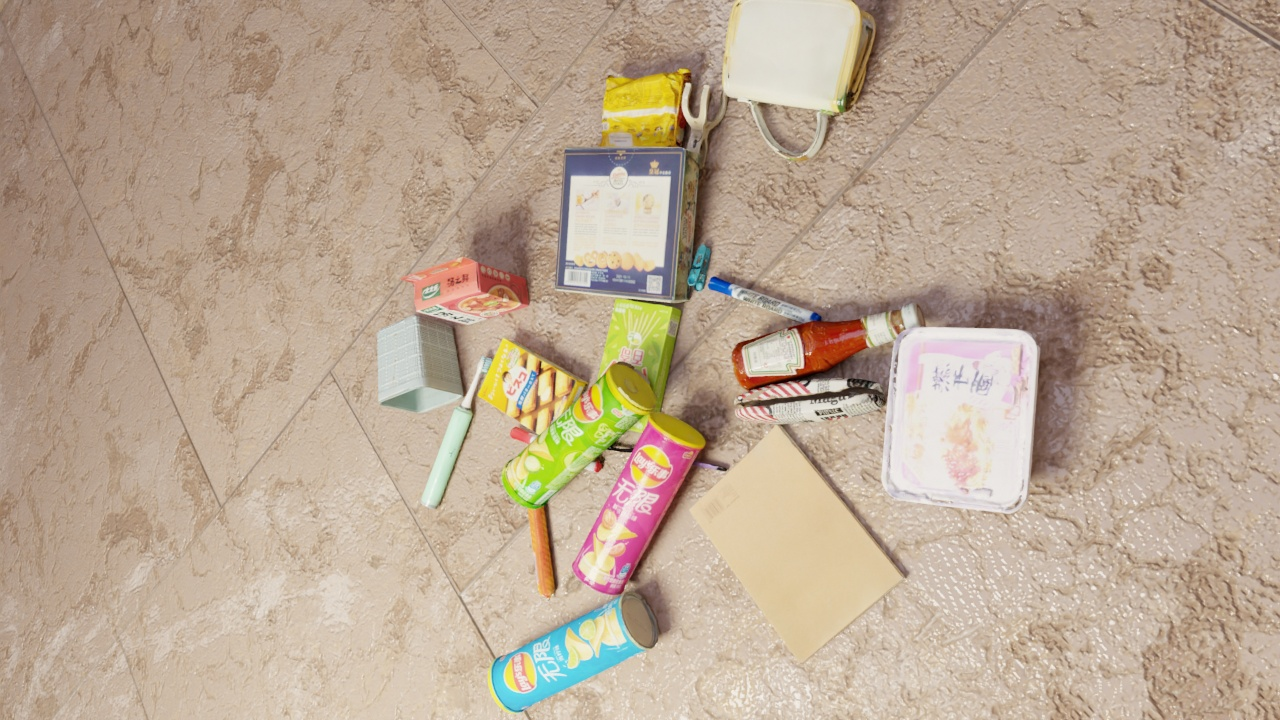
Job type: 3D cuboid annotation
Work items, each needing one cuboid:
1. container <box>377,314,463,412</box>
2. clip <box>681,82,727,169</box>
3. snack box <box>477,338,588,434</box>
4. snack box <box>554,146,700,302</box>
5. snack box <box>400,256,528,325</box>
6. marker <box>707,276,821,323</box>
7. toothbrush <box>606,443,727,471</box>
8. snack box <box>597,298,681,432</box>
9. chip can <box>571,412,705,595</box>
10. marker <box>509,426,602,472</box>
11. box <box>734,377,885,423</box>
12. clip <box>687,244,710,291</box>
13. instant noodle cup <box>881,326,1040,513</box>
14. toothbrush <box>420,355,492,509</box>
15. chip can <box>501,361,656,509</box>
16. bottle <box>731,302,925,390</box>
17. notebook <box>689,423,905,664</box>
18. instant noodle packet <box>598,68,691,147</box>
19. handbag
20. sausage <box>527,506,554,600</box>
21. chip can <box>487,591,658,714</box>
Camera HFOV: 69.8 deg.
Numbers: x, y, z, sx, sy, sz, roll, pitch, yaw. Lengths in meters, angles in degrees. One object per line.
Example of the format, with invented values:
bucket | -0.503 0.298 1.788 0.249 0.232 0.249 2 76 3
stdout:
container | -0.308 0.004 1.274 0.090 0.090 0.111 -19 69 27
clip | 0.081 -0.292 1.122 0.035 0.094 0.102 14 128 31
snack box | -0.142 0.038 1.198 0.140 0.033 0.087 29 97 33
snack box | -0.019 -0.169 1.132 0.178 0.045 0.182 9 97 33
snack box | -0.232 -0.089 1.218 0.113 0.127 0.044 -14 75 30
marker | 0.141 -0.068 1.051 0.146 0.017 0.017 24 94 32
toothbrush | 0.020 0.111 1.099 0.189 0.014 0.016 9 62 31
snack box | -0.007 0.007 1.124 0.086 0.026 0.156 12 89 33
chip can | -0.005 0.166 1.059 0.071 0.071 0.211 36 105 31
marker | -0.109 0.114 1.174 0.145 0.017 0.017 18 91 32
box | 0.179 0.039 0.983 0.165 0.071 0.060 -6 96 28
clip | 0.072 -0.111 1.100 0.015 0.049 0.057 11 82 33
instant noodle cup | 0.315 0.057 0.898 0.138 0.060 0.173 3 82 32
toothbrush | -0.253 0.098 1.259 0.026 0.027 0.224 29 99 65
chip can | -0.079 0.095 1.099 0.222 0.072 0.072 -43 63 25
bottle | 0.199 -0.017 0.982 0.206 0.059 0.059 -17 73 28
notebook | 0.161 0.196 0.998 0.150 0.012 0.211 -47 62 18
instant noodle packet | 0.002 -0.310 1.161 0.129 0.044 0.110 7 88 35
handbag | 0.175 -0.324 1.057 0.163 0.063 0.179 19 107 32
sausage | -0.128 0.221 1.165 0.021 0.021 0.165 -17 74 28
chip can | -0.082 0.348 1.086 0.211 0.071 0.071 -32 67 23
